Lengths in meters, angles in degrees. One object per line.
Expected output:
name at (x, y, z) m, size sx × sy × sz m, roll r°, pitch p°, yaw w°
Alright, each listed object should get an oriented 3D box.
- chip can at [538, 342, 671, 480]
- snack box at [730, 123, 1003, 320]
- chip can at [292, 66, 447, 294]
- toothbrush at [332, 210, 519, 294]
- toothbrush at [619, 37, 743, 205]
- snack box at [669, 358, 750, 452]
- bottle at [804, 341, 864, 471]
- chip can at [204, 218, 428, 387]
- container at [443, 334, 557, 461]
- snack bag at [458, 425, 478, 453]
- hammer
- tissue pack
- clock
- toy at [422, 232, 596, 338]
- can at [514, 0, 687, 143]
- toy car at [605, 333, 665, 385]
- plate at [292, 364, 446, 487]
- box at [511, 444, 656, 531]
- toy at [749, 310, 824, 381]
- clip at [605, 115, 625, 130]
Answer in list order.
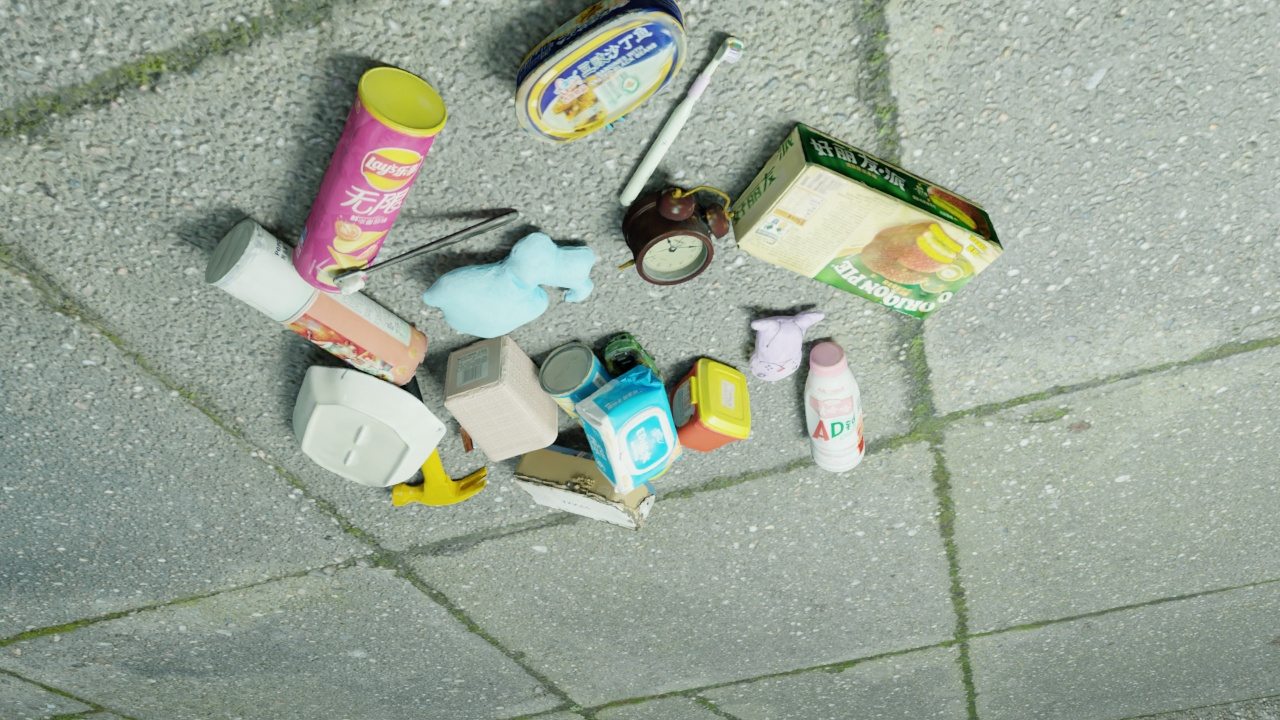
chip can at (-0.036, 0.064, 1.076) m, size 0.071 × 0.071 × 0.210 m, roll -21°, pitch 139°, yaw 19°
snack box at (0.215, -0.125, 0.872) m, size 0.240 × 0.063 × 0.115 m, roll 16°, pitch 137°, yaw -24°
chip can at (-0.238, -0.147, 0.788) m, size 0.071 × 0.071 × 0.211 m, roll 17°, pitch 137°, yaw -26°
toothbrush at (-0.192, -0.101, 0.839) m, size 0.180 × 0.018 × 0.016 m, roll -26°, pitch 158°, yaw -18°
toothbrush at (0.030, -0.199, 0.794) m, size 0.020 × 0.029 × 0.190 m, roll 46°, pitch 133°, yaw 6°
snack box at (0.077, 0.055, 1.065) m, size 0.082 × 0.091 × 0.080 m, roll 20°, pitch 142°, yaw -29°
bottle at (0.230, 0.056, 1.100) m, size 0.068 × 0.068 × 0.197 m, roll -11°, pitch 138°, yaw 8°
chip can at (-0.310, -0.051, 0.903) m, size 0.071 × 0.071 × 0.214 m, roll -27°, pitch 137°, yaw 25°
container at (-0.156, 0.039, 1.021) m, size 0.090 × 0.089 × 0.111 m, roll -17°, pitch 136°, yaw 16°
snack bag at (-0.167, 0.088, 1.123) m, size 0.104 × 0.026 × 0.048 m, roll -8°, pitch 130°, yaw -4°
hammer at (-0.266, 0.094, 1.120) m, size 0.129 × 0.032 × 0.301 m, roll -4°, pitch 142°, yaw -2°
tissue pack at (-0.008, 0.078, 1.008) m, size 0.089 × 0.063 × 0.140 m, roll -32°, pitch 133°, yaw -18°
clock at (0.034, -0.121, 0.857) m, size 0.082 × 0.055 × 0.122 m, roll 16°, pitch 136°, yaw -34°
toy at (-0.130, -0.070, 0.916) m, size 0.161 × 0.049 × 0.157 m, roll 12°, pitch 132°, yaw -31°
can at (-0.032, -0.227, 0.714) m, size 0.148 × 0.049 × 0.074 m, roll -26°, pitch 126°, yaw 18°
toy car at (-0.006, 0.006, 1.033) m, size 0.043 × 0.036 × 0.091 m, roll -20°, pitch 137°, yaw 16°
plate at (-0.318, 0.086, 1.037) m, size 0.162 × 0.034 × 0.267 m, roll 28°, pitch 148°, yaw -14°
box at (-0.076, 0.153, 1.141) m, size 0.184 × 0.061 × 0.090 m, roll 12°, pitch 153°, yaw 30°
toy at (0.156, -0.016, 1.022) m, size 0.084 × 0.039 × 0.108 m, roll -9°, pitch 141°, yaw -9°
clip at (-0.036, -0.216, 0.770) m, size 0.043 × 0.014 × 0.056 m, roll -28°, pitch 134°, yaw 25°
